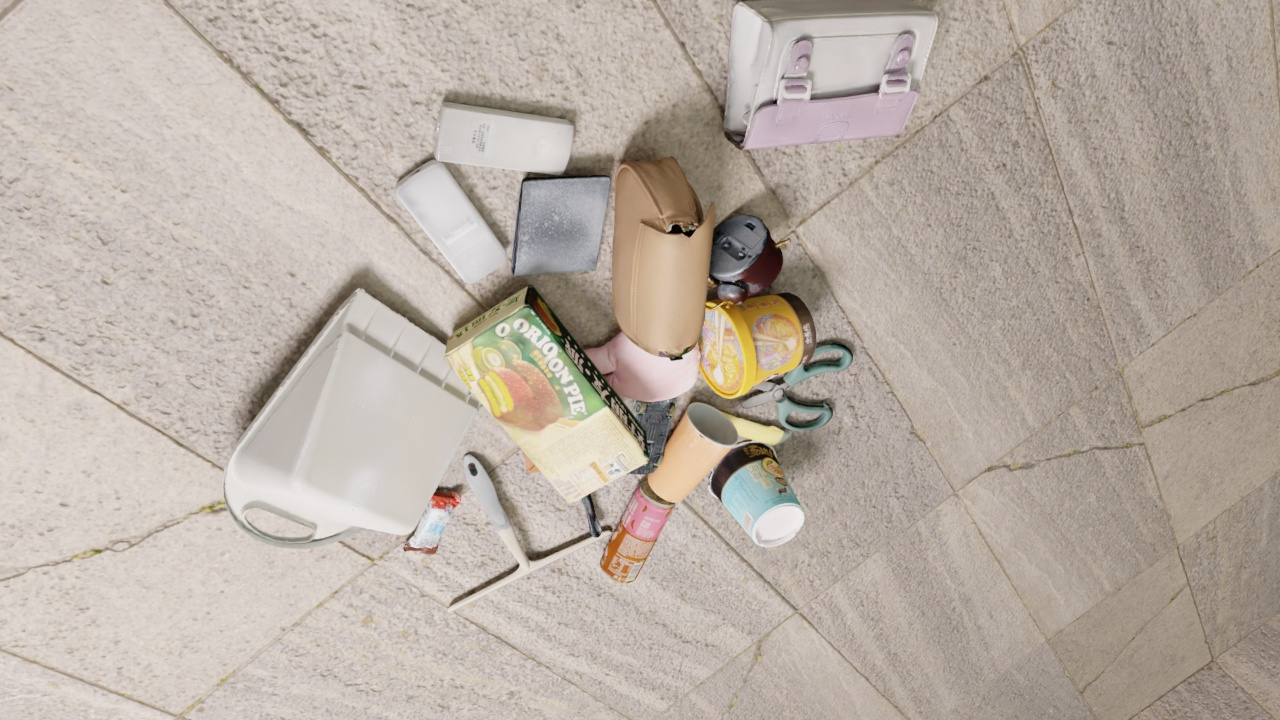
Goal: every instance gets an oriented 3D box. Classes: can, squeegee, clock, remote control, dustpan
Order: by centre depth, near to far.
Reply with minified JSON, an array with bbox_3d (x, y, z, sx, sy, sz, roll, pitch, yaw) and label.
[{"bbox_3d":[-0.133,-0.217,0.902,0.135,0.019,0.056,1,123,-26],"label":"remote control"},{"bbox_3d":[-0.190,-0.139,0.931,0.056,0.020,0.136,-34,130,0],"label":"remote control"},{"bbox_3d":[-0.317,0.086,0.993,0.222,0.143,0.257,39,63,-47],"label":"dustpan"},{"bbox_3d":[0.110,-0.110,1.050,0.122,0.082,0.055,-48,135,4],"label":"clock"},{"bbox_3d":[-0.174,0.213,1.179,0.246,0.039,0.247,-24,130,-7],"label":"squeegee"},{"bbox_3d":[-0.004,0.236,1.261,0.057,0.058,0.147,11,118,-30],"label":"can"}]

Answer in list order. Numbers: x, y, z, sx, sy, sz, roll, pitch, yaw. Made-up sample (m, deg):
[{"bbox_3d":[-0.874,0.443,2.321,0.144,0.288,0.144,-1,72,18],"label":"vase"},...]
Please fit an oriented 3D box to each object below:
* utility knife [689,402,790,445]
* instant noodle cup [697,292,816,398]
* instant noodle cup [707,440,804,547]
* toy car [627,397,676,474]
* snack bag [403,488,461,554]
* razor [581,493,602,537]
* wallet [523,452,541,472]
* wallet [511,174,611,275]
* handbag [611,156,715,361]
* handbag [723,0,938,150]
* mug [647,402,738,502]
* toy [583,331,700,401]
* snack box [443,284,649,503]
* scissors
[{"bbox_3d":[0.134,0.088,1.245,0.175,0.019,0.031,18,112,-34],"label":"utility knife"},{"bbox_3d":[0.139,-0.025,1.108,0.114,0.118,0.119,-16,129,-25],"label":"instant noodle cup"},{"bbox_3d":[0.166,0.189,1.264,0.111,0.120,0.111,-12,127,-17],"label":"instant noodle cup"},{"bbox_3d":[0.007,0.091,1.178,0.054,0.037,0.121,6,110,-27],"label":"toy car"},{"bbox_3d":[-0.258,0.203,1.140,0.045,0.026,0.105,12,118,-32],"label":"snack bag"},{"bbox_3d":[-0.070,0.178,1.209,0.042,0.022,0.143,-37,132,-35],"label":"razor"},{"bbox_3d":[-0.094,0.081,1.106,0.108,0.031,0.132,-4,127,-1],"label":"wallet"},{"bbox_3d":[-0.084,-0.142,0.970,0.097,0.019,0.121,-7,135,-23],"label":"wallet"},{"bbox_3d":[0.025,-0.107,0.970,0.099,0.147,0.205,-10,131,-16],"label":"handbag"},{"bbox_3d":[0.193,-0.295,0.951,0.196,0.098,0.145,-10,132,-18],"label":"handbag"},{"bbox_3d":[0.064,0.124,1.202,0.078,0.078,0.123,13,126,-31],"label":"mug"},{"bbox_3d":[-0.007,0.006,1.099,0.159,0.054,0.121,-13,129,0],"label":"toy"},{"bbox_3d":[-0.100,0.042,1.025,0.115,0.063,0.240,-31,116,14],"label":"snack box"},{"bbox_3d":[0.215,0.052,1.256,0.174,0.019,0.177,-23,131,-10],"label":"scissors"}]
